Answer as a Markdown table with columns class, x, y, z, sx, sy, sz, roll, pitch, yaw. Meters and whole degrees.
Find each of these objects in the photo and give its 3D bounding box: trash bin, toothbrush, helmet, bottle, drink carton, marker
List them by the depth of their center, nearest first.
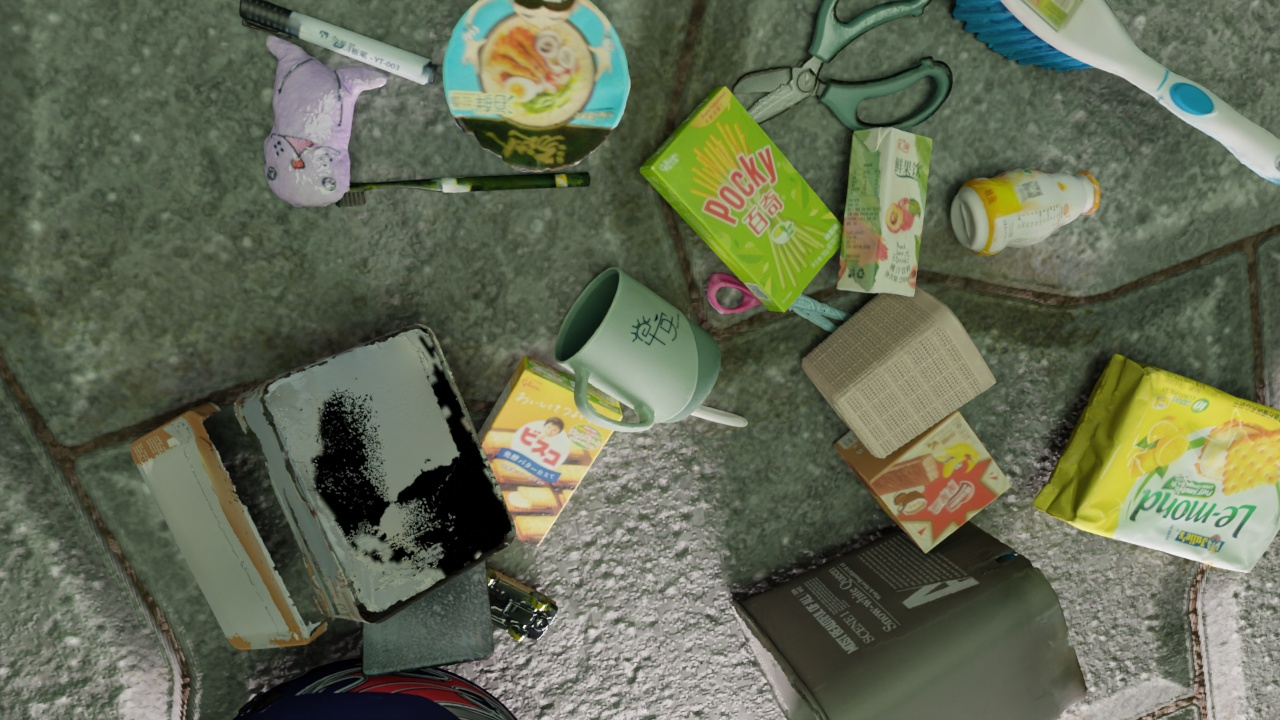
| class | x | y | z | sx | sy | sz | roll | pitch | yaw |
| --- | --- | --- | --- | --- | --- | --- | --- | --- | --- |
| marker | -0.203 | -0.215 | 0.621 | 0.130 | 0.018 | 0.023 | 17 | 129 | -16 |
| toothbrush | -0.128 | -0.125 | 0.669 | 0.185 | 0.012 | 0.017 | -5 | 115 | -10 |
| helmet | -0.218 | 0.346 | 0.686 | 0.315 | 0.239 | 0.248 | 19 | 142 | -23 |
| drink carton | 0.185 | -0.112 | 0.702 | 0.053 | 0.046 | 0.122 | 0 | 96 | -36 |
| bottle | 0.306 | -0.122 | 0.728 | 0.108 | 0.063 | 0.063 | -13 | 110 | -6 |
| toothbrush | 0.004 | 0.033 | 0.747 | 0.180 | 0.016 | 0.016 | 14 | 113 | -15 |
| trash bin | 0.227 | 0.257 | 0.781 | 0.219 | 0.199 | 0.199 | -30 | 112 | -7 |

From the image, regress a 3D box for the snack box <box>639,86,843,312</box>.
| class | x | y | z | sx | sy | sz | roll | pitch | yaw |
| --- | --- | --- | --- | --- | --- | --- | --- | --- | --- |
| snack box | 0.081 | -0.119 | 0.695 | 0.156 | 0.026 | 0.085 | 45 | 80 | -20 |

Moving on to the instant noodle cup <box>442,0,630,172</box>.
| class | x | y | z | sx | sy | sz | roll | pitch | yaw |
| --- | --- | --- | --- | --- | --- | --- | --- | --- | --- |
| instant noodle cup | -0.072 | -0.187 | 0.601 | 0.111 | 0.120 | 0.111 | -3 | 110 | -10 |

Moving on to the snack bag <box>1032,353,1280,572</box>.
| class | x | y | z | sx | sy | sz | roll | pitch | yaw |
| --- | --- | --- | --- | --- | --- | --- | --- | --- | --- |
| snack bag | 0.492 | 0.094 | 0.837 | 0.246 | 0.068 | 0.158 | 16 | 104 | -16 |

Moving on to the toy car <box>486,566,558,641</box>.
| class | x | y | z | sx | sy | sz | roll | pitch | yaw |
| --- | --- | --- | --- | --- | --- | --- | --- | --- | --- |
| toy car | -0.115 | 0.200 | 0.769 | 0.090 | 0.035 | 0.042 | 31 | 99 | -19 |

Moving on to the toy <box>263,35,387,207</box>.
| class | x | y | z | sx | sy | sz | roll | pitch | yaw |
| --- | --- | --- | --- | --- | --- | --- | --- | --- | --- |
| toy | -0.220 | -0.155 | 0.623 | 0.084 | 0.039 | 0.108 | 16 | 105 | 1 |

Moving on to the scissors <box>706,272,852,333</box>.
| class | x | y | z | sx | sy | sz | roll | pitch | yaw |
| --- | --- | --- | --- | --- | --- | --- | --- | --- | --- |
| scissors | 0.120 | -0.059 | 0.741 | 0.137 | 0.017 | 0.072 | 15 | 95 | -20 |

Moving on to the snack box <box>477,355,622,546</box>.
| class | x | y | z | sx | sy | sz | roll | pitch | yaw |
| --- | --- | --- | --- | --- | --- | --- | --- | --- | --- |
| snack box | -0.086 | 0.074 | 0.726 | 0.087 | 0.033 | 0.141 | 27 | 106 | -18 |

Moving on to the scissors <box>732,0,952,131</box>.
| class | x | y | z | sx | sy | sz | roll | pitch | yaw |
| --- | --- | --- | --- | --- | --- | --- | --- | --- | --- |
| scissors | 0.158 | -0.208 | 0.692 | 0.179 | 0.019 | 0.161 | -35 | 116 | 8 |

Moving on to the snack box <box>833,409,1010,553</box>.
| class | x | y | z | sx | sy | sz | roll | pitch | yaw |
| --- | --- | --- | --- | --- | --- | --- | --- | --- | --- |
| snack box | 0.238 | 0.089 | 0.779 | 0.093 | 0.077 | 0.094 | -39 | 112 | 3 |

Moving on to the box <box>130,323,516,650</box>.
| class | x | y | z | sx | sy | sz | roll | pitch | yaw |
| --- | --- | --- | --- | --- | --- | --- | --- | --- | --- |
| box | -0.223 | 0.091 | 0.672 | 0.218 | 0.157 | 0.180 | -19 | 98 | 41 |

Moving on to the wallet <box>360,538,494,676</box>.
| class | x | y | z | sx | sy | sz | roll | pitch | yaw |
| --- | --- | --- | --- | --- | --- | --- | --- | --- | --- |
| wallet | -0.166 | 0.185 | 0.713 | 0.097 | 0.120 | 0.019 | -6 | 134 | -9 |

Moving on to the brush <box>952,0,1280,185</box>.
| class | x | y | z | sx | sy | sz | roll | pitch | yaw |
| --- | --- | --- | --- | --- | --- | --- | --- | --- | --- |
| brush | 0.350 | -0.221 | 0.679 | 0.314 | 0.109 | 0.060 | 30 | 98 | -19 |

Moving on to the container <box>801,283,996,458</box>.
| class | x | y | z | sx | sy | sz | roll | pitch | yaw |
| --- | --- | --- | --- | --- | --- | --- | --- | --- | --- |
| container | 0.202 | 0.008 | 0.737 | 0.111 | 0.090 | 0.090 | -39 | 118 | 6 |

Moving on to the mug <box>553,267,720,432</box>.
| class | x | y | z | sx | sy | sz | roll | pitch | yaw |
| --- | --- | --- | --- | --- | --- | --- | --- | --- | --- |
| mug | -0.004 | 0.004 | 0.689 | 0.106 | 0.082 | 0.111 | 34 | 61 | -23 |
